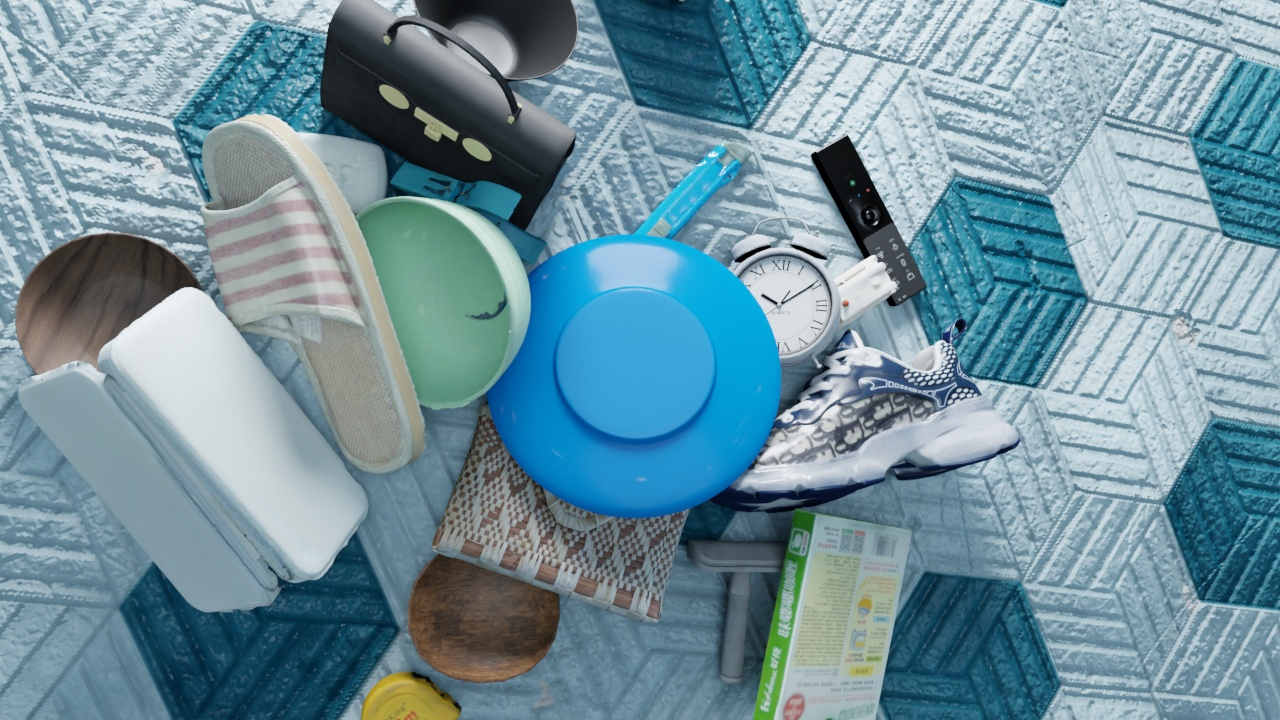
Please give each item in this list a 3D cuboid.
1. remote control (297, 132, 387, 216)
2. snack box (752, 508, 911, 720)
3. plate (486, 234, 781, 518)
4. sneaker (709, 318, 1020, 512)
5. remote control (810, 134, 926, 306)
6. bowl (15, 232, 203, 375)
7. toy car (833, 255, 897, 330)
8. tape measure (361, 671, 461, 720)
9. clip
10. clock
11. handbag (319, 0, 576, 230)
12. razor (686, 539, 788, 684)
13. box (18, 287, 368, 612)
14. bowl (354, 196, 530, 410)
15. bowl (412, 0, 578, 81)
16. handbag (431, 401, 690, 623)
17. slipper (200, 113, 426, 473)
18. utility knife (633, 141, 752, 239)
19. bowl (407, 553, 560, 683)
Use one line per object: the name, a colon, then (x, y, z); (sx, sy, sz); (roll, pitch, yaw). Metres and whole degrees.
remote control: (-0.244, -0.135, 0.672); (0.114, 0.028, 0.060); (-1, 91, -14)
snack box: (0.157, 0.210, 0.739); (0.131, 0.027, 0.168); (16, 85, -40)
plate: (-0.004, 0.004, 0.686); (0.224, 0.024, 0.224); (1, 73, -3)
sneaker: (0.167, 0.042, 0.747); (0.269, 0.103, 0.132); (-11, 77, -14)
remote control: (0.196, -0.119, 0.786); (0.034, 0.013, 0.150); (-31, 96, -12)
bowl: (-0.362, -0.027, 0.640); (0.119, 0.032, 0.119); (0, 89, -14)
toy car: (0.161, -0.044, 0.761); (0.113, 0.039, 0.039); (-33, 96, -9)
tape measure: (-0.178, 0.264, 0.681); (0.068, 0.030, 0.059); (-43, 99, -13)
clip: (-0.116, -0.107, 0.688); (0.120, 0.122, 0.033); (35, 77, -43)
clock: (0.112, -0.054, 0.734); (0.095, 0.035, 0.122); (0, 87, 13)
handbag: (-0.125, -0.178, 0.615); (0.175, 0.196, 0.072); (31, 82, -11)
razor: (0.078, 0.203, 0.741); (0.088, 0.047, 0.116); (4, 96, -14)
box: (-0.297, 0.062, 0.631); (0.129, 0.104, 0.210); (-14, 116, 25)
bowl: (-0.138, -0.048, 0.656); (0.151, 0.076, 0.151); (9, 113, 22)
bowl: (-0.113, -0.247, 0.686); (0.124, 0.053, 0.124); (9, 67, -22)
handbag: (-0.052, 0.114, 0.697); (0.185, 0.047, 0.124); (22, 73, -11)
slipper: (-0.231, -0.035, 0.629); (0.052, 0.115, 0.263); (-42, 116, -55)
utility knife: (0.013, -0.100, 0.742); (0.031, 0.015, 0.220); (42, 82, -5)
bowl: (-0.119, 0.190, 0.696); (0.114, 0.026, 0.101); (9, 73, -16)
